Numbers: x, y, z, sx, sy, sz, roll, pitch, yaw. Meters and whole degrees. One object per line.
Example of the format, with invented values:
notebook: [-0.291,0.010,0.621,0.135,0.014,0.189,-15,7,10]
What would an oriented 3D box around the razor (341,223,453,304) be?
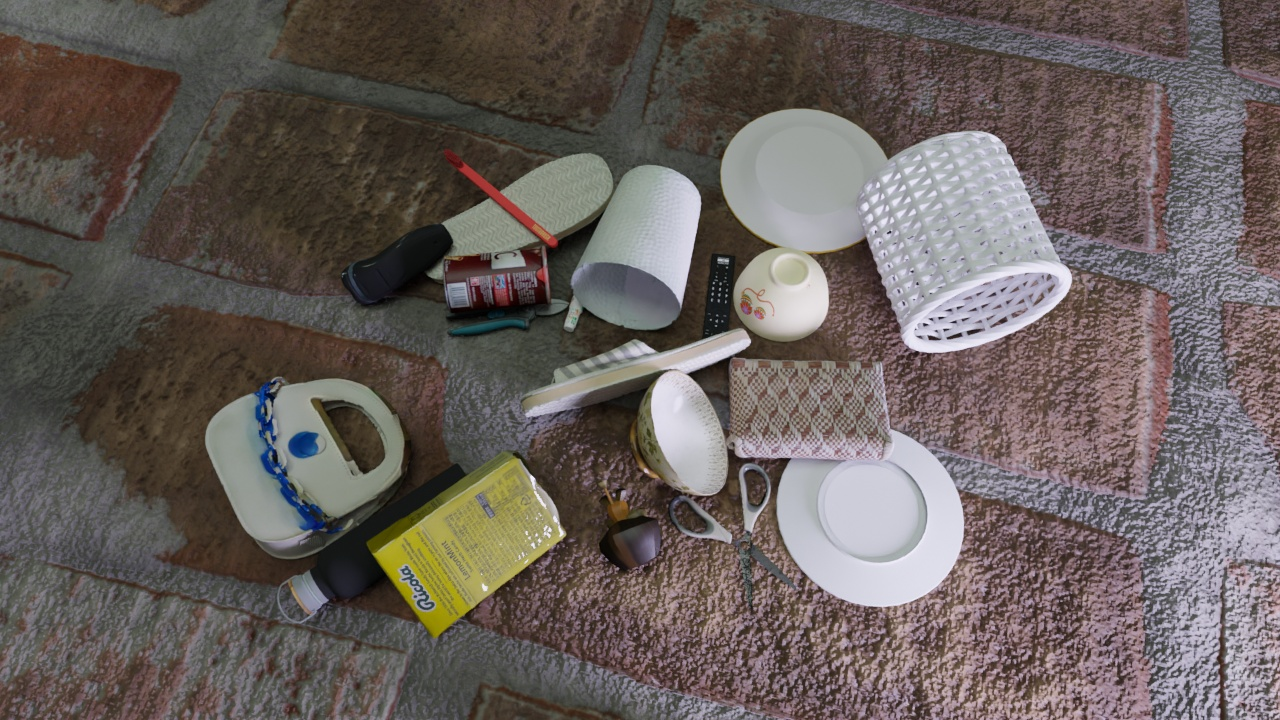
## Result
razor: [-0.294,-0.121,1.118,0.140,0.053,0.063,-32,31,-3]

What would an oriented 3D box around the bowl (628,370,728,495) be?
bowl: [0.033,0.088,1.013,0.063,0.145,0.145,-24,62,30]

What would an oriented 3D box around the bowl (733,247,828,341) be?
bowl: [0.175,-0.092,1.107,0.118,0.074,0.117,0,66,-1]

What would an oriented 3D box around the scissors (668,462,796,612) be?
scissors: [0.105,0.187,1.013,0.157,0.013,0.170,15,65,8]

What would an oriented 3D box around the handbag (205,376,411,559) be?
handbag: [-0.358,0.103,1.009,0.199,0.093,0.200,-30,68,-20]

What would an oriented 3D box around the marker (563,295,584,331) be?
marker: [-0.067,-0.101,1.140,0.017,0.017,0.145,15,66,6]

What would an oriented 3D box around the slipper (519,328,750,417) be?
slipper: [-0.006,0.006,1.045,0.272,0.114,0.054,-16,84,-7]

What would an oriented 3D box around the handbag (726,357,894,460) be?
handbag: [0.191,0.057,1.055,0.186,0.047,0.124,2,57,2]

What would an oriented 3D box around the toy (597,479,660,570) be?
toy: [-0.019,0.176,0.992,0.076,0.062,0.100,-28,81,26]

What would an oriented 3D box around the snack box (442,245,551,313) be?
snack box: [-0.169,-0.096,1.089,0.121,0.072,0.072,-6,66,-4]

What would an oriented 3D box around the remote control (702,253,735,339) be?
remote control: [0.096,-0.070,1.132,0.030,0.009,0.139,7,66,3]

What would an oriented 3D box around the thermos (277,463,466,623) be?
thermos: [-0.278,0.198,0.978,0.231,0.061,0.061,-33,70,-14]

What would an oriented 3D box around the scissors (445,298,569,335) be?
scissors: [-0.162,-0.050,1.116,0.136,0.019,0.138,26,66,9]

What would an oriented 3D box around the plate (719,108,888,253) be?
plate: [0.220,-0.244,1.205,0.230,0.021,0.229,0,66,-1]

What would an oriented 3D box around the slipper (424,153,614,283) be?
slipper: [-0.154,-0.174,1.155,0.263,0.052,0.115,-26,65,-1]

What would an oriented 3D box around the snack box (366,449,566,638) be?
snack box: [-0.177,0.187,0.963,0.180,0.045,0.121,-35,112,-16]

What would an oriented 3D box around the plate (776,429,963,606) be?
plate: [0.257,0.167,1.023,0.208,0.015,0.208,0,66,-1]

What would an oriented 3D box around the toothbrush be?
toothbrush: [-0.176,-0.203,1.132,0.212,0.018,0.012,41,80,23]

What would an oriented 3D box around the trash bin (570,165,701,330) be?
trash bin: [0.004,-0.140,1.102,0.133,0.133,0.161,15,61,6]

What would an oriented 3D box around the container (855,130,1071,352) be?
container: [0.368,-0.134,1.067,0.189,0.190,0.186,-11,65,-6]
